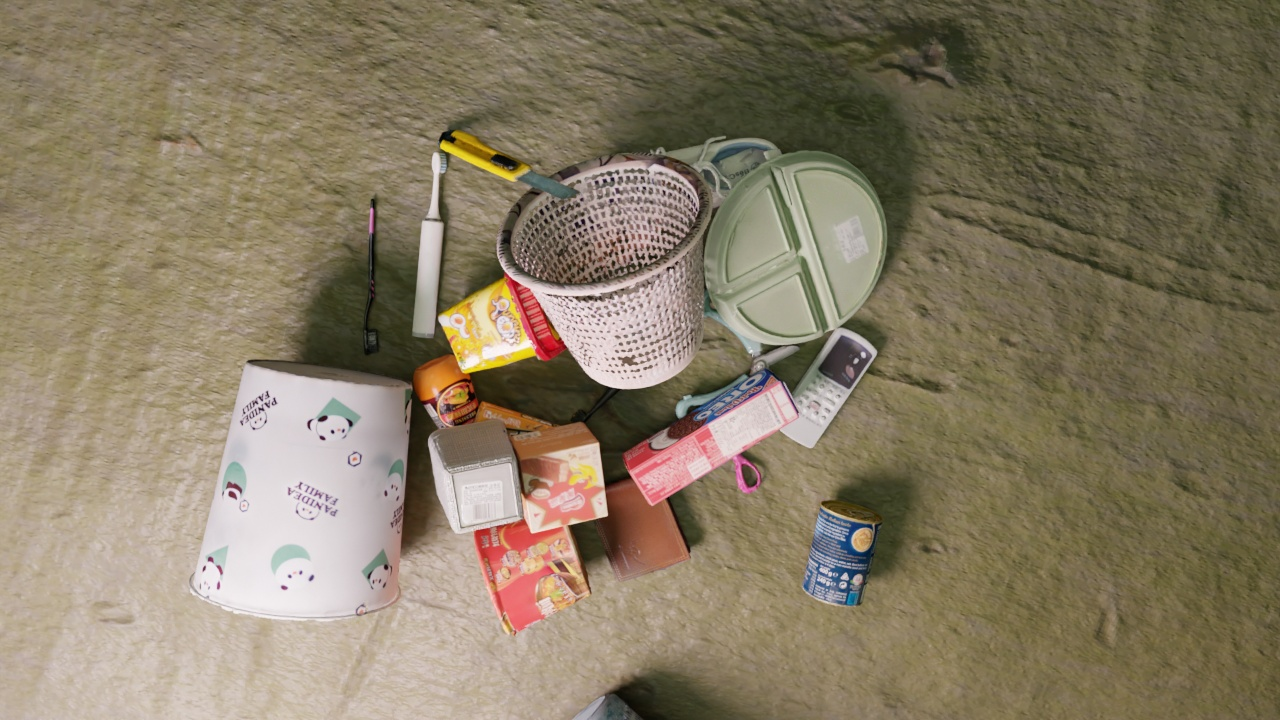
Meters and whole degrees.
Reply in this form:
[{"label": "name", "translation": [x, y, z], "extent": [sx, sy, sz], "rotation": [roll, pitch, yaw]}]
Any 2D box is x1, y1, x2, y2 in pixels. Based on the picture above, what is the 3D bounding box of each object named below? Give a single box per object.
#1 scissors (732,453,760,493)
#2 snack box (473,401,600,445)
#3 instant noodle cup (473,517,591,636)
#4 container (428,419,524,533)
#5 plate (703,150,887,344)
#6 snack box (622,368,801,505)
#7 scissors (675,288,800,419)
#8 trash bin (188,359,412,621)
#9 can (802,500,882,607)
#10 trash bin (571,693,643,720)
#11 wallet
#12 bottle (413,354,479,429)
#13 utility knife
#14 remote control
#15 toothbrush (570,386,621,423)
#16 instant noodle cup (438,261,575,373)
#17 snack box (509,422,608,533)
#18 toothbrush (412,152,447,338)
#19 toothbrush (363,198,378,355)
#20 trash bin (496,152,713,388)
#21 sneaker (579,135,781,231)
[{"label": "scissors", "translation": [0.108, 0.107, 1.128], "extent": [0.133, 0.017, 0.136], "rotation": [-34, 91, 1]}, {"label": "snack box", "translation": [-0.132, 0.108, 1.103], "extent": [0.153, 0.026, 0.075], "rotation": [19, 97, -21]}, {"label": "instant noodle cup", "translation": [-0.126, 0.244, 1.095], "extent": [0.108, 0.138, 0.138], "rotation": [-20, 96, -5]}, {"label": "container", "translation": [-0.180, 0.129, 1.016], "extent": [0.090, 0.114, 0.090], "rotation": [-11, 107, -15]}, {"label": "plate", "translation": [0.182, -0.121, 1.045], "extent": [0.230, 0.027, 0.230], "rotation": [-7, 115, -16]}, {"label": "snack box", "translation": [0.083, 0.089, 1.079], "extent": [0.207, 0.057, 0.058], "rotation": [-31, 110, -1]}, {"label": "scissors", "translation": [0.099, 0.001, 1.098], "extent": [0.170, 0.019, 0.175], "rotation": [-38, 107, -1]}, {"label": "trash bin", "translation": [-0.370, 0.136, 1.043], "extent": [0.229, 0.229, 0.252], "rotation": [10, 92, 0]}, {"label": "can", "translation": [0.243, 0.234, 1.110], "extent": [0.075, 0.075, 0.111], "rotation": [11, 97, 0]}, {"label": "trash bin", "translation": [-0.027, 0.521, 1.097], "extent": [0.227, 0.226, 0.195], "rotation": [-41, 82, 5]}, {"label": "wallet", "translation": [-0.005, 0.204, 1.134], "extent": [0.101, 0.032, 0.124], "rotation": [-21, 95, 6]}, {"label": "bottle", "translation": [-0.220, 0.069, 1.108], "extent": [0.067, 0.066, 0.149], "rotation": [-21, 103, 3]}, {"label": "utility knife", "translation": [-0.152, -0.221, 1.024], "extent": [0.231, 0.015, 0.033], "rotation": [29, 68, 33]}, {"label": "remote control", "translation": [0.224, 0.032, 1.112], "extent": [0.058, 0.021, 0.150], "rotation": [32, 97, -3]}, {"label": "toothbrush", "translation": [-0.007, 0.007, 1.112], "extent": [0.213, 0.026, 0.027], "rotation": [-45, 71, 7]}, {"label": "instant noodle cup", "translation": [-0.156, -0.045, 1.071], "extent": [0.124, 0.116, 0.116], "rotation": [-21, 97, 15]}, {"label": "snack box", "translation": [-0.095, 0.134, 1.064], "extent": [0.092, 0.077, 0.094], "rotation": [-11, 107, -15]}, {"label": "toothbrush", "translation": [-0.251, -0.137, 1.098], "extent": [0.027, 0.026, 0.221], "rotation": [11, 98, 34]}, {"label": "toothbrush", "translation": [-0.324, -0.100, 1.111], "extent": [0.017, 0.014, 0.189], "rotation": [3, 97, -9]}, {"label": "trash bin", "translation": [-0.020, -0.084, 0.999], "extent": [0.227, 0.227, 0.192], "rotation": [-15, 134, 3]}, {"label": "sneaker", "translation": [0.047, -0.203, 1.052], "extent": [0.242, 0.090, 0.089], "rotation": [-11, 96, 3]}]
